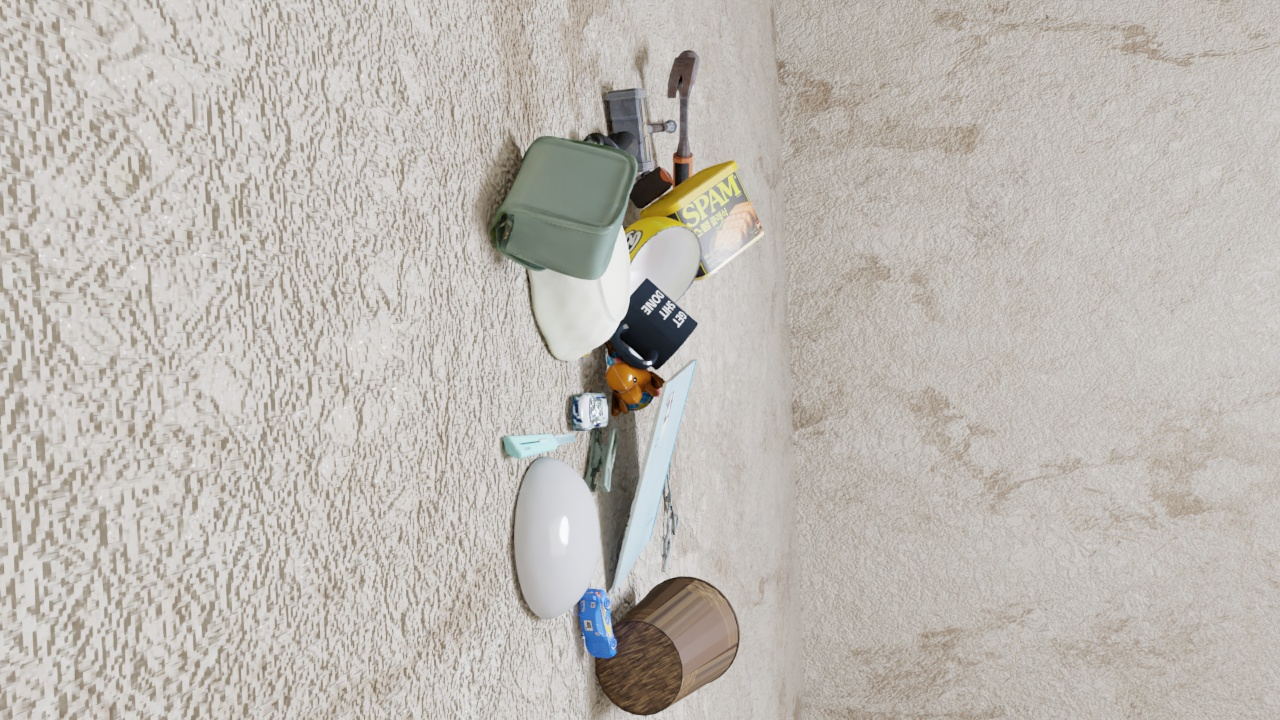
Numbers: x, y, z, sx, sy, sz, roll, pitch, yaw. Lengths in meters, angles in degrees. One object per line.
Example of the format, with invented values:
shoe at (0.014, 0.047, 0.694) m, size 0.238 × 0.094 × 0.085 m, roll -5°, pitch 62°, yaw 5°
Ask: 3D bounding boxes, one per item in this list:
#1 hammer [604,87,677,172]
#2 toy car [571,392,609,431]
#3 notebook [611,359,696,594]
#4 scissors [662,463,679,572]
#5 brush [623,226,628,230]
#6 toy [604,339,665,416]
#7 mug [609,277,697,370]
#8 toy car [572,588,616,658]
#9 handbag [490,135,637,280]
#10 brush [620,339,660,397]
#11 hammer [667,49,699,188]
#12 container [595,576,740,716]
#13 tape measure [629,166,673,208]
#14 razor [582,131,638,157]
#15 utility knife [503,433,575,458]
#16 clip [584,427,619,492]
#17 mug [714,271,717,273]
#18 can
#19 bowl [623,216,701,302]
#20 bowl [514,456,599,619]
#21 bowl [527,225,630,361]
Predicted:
hammer at (0.015, -0.315, 1.248) m, size 0.321 × 0.044 × 0.098 m, roll -52°, pitch 137°, yaw -71°
toy car at (-0.051, 0.054, 0.971) m, size 0.089 × 0.027 × 0.038 m, roll -3°, pitch 92°, yaw -74°
notebook at (0.018, 0.131, 1.095) m, size 0.180 × 0.009 × 0.254 m, roll -35°, pitch 140°, yaw -73°
scissors at (0.039, 0.212, 1.300) m, size 0.142 × 0.014 × 0.157 m, roll 76°, pitch 20°, yaw -45°
brush at (-0.009, -0.102, 1.168) m, size 0.049 × 0.015 × 0.136 m, roll -27°, pitch 114°, yaw -74°
toy at (-0.023, 0.010, 1.024) m, size 0.103 × 0.071 × 0.090 m, roll 60°, pitch 5°, yaw 19°
mug at (0.005, -0.032, 1.015) m, size 0.077 × 0.071 × 0.104 m, roll 42°, pitch 42°, yaw -4°
toy car at (-0.057, 0.264, 0.924) m, size 0.061 × 0.033 × 0.092 m, roll -13°, pitch 96°, yaw -58°
handbag at (-0.065, -0.136, 0.805) m, size 0.067 × 0.106 × 0.121 m, roll 106°, pitch -1°, yaw -47°
brush at (-0.007, 0.007, 1.129) m, size 0.030 × 0.041 × 0.172 m, roll -64°, pitch 155°, yaw -26°
hammer at (0.060, -0.268, 1.315) m, size 0.137 × 0.035 × 0.315 m, roll -74°, pitch 166°, yaw -58°
container at (0.028, 0.328, 1.048) m, size 0.167 × 0.132 × 0.132 m, roll 5°, pitch 83°, yaw -69°
tape measure at (0.012, -0.226, 1.181) m, size 0.038 × 0.058 × 0.058 m, roll 54°, pitch 17°, yaw -5°
razor at (-0.035, -0.235, 1.029) m, size 0.140 × 0.053 × 0.064 m, roll -70°, pitch 146°, yaw -60°
utility knife at (-0.090, 0.077, 0.854) m, size 0.022 × 0.015 × 0.165 m, roll 57°, pitch 11°, yaw 9°
clip at (-0.042, 0.106, 0.995) m, size 0.023 × 0.042 × 0.075 m, roll 69°, pitch 24°, yaw -53°
mug at (0.055, -0.166, 1.264) m, size 0.110 × 0.091 × 0.073 m, roll 66°, pitch 27°, yaw -54°
can at (0.082, -0.177, 1.177) m, size 0.135 × 0.075 × 0.104 m, roll -39°, pitch 111°, yaw -29°
bowl at (0.009, -0.122, 1.097) m, size 0.117 × 0.067 × 0.117 m, roll -26°, pitch 137°, yaw -27°
bowl at (-0.068, 0.163, 0.852) m, size 0.149 × 0.043 × 0.149 m, roll -4°, pitch 89°, yaw -74°
bowl at (-0.052, -0.092, 0.926) m, size 0.219 × 0.060 × 0.188 m, roll 71°, pitch 23°, yaw -47°
